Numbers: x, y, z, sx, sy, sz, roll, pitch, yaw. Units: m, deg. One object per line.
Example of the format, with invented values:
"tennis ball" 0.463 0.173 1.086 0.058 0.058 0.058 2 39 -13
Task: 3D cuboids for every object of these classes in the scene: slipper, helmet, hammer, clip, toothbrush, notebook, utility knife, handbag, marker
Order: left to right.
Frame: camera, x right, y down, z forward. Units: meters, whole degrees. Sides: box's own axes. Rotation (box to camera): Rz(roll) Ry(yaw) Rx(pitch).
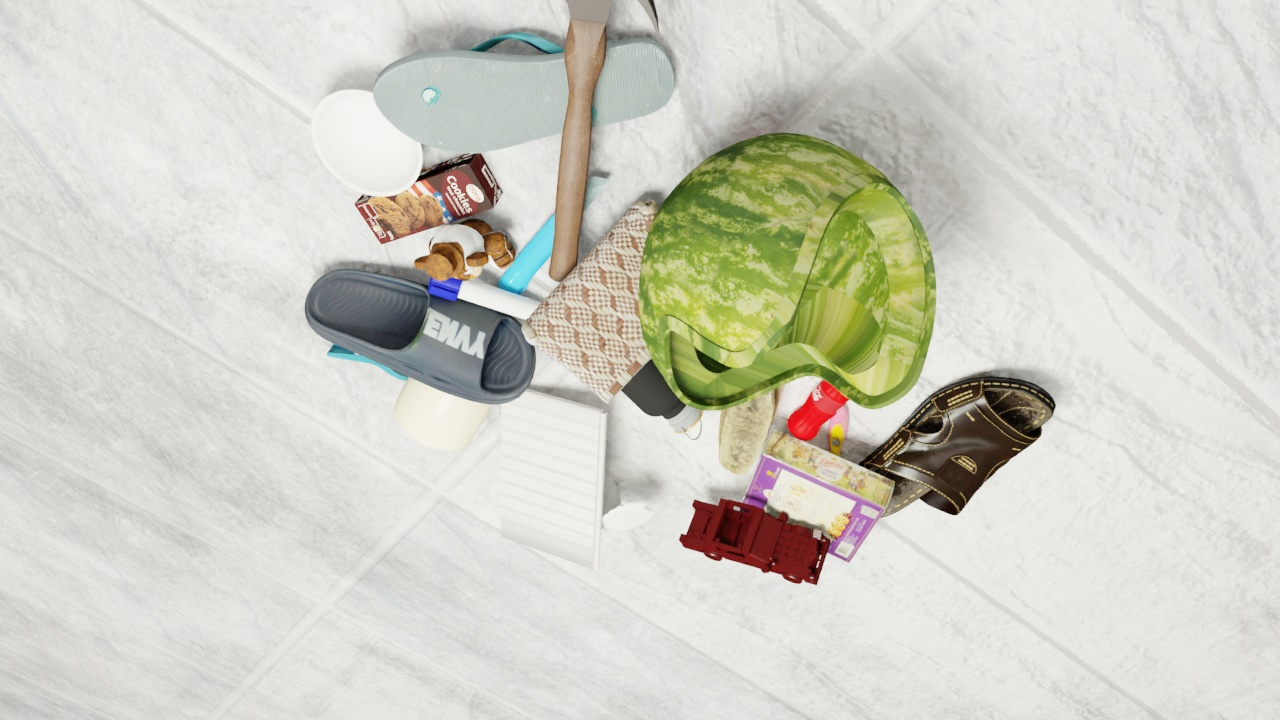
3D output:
"clip" -0.314 -0.002 1.096 0.127 0.028 0.114 12 133 3
"slipper" -0.237 -0.042 0.981 0.268 0.110 0.083 19 158 5
"marker" -0.159 -0.066 0.983 0.133 0.027 0.023 18 146 -22
"slipper" -0.103 -0.246 0.835 0.269 0.054 0.098 -4 132 2
"utility knife" -0.094 -0.123 0.949 0.031 0.015 0.206 33 132 -18
"notebook" -0.108 0.141 1.104 0.143 0.009 0.210 14 113 25
"hammer" -0.056 -0.201 0.825 0.115 0.033 0.324 5 134 -6
"handbag" -0.017 -0.059 0.923 0.186 0.047 0.124 -46 114 6
"helmet" 0.112 -0.075 0.798 0.213 0.243 0.248 14 172 -35
"toothbrush" 0.226 0.102 1.064 0.021 0.016 0.136 6 128 11
"slipper" 0.329 0.110 1.005 0.113 0.075 0.269 34 128 -16

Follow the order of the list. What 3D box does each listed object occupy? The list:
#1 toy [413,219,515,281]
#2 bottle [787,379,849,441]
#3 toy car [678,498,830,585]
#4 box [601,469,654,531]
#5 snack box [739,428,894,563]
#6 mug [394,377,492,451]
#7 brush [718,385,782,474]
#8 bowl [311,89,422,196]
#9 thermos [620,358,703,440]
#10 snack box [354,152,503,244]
"toy" -0.179 -0.108 0.923 0.087 0.112 0.067 -1 118 14
"bottle" 0.205 0.041 1.002 0.036 0.036 0.119 26 129 -9
"toy car" 0.128 0.206 1.070 0.170 0.070 0.062 10 154 29
"box" -0.057 0.180 1.148 0.166 0.092 0.083 -23 141 26
"snack box" 0.198 0.159 1.059 0.148 0.040 0.144 24 145 10
"mug" -0.211 0.037 1.064 0.120 0.096 0.100 5 124 -51
"brush" 0.122 0.056 1.029 0.059 0.043 0.196 13 132 2
"bowl" -0.258 -0.218 0.891 0.110 0.040 0.110 7 130 8
"thermos" -0.006 0.006 1.006 0.061 0.061 0.231 -30 117 32
"snack box" -0.216 -0.165 0.932 0.141 0.031 0.051 -13 125 22
